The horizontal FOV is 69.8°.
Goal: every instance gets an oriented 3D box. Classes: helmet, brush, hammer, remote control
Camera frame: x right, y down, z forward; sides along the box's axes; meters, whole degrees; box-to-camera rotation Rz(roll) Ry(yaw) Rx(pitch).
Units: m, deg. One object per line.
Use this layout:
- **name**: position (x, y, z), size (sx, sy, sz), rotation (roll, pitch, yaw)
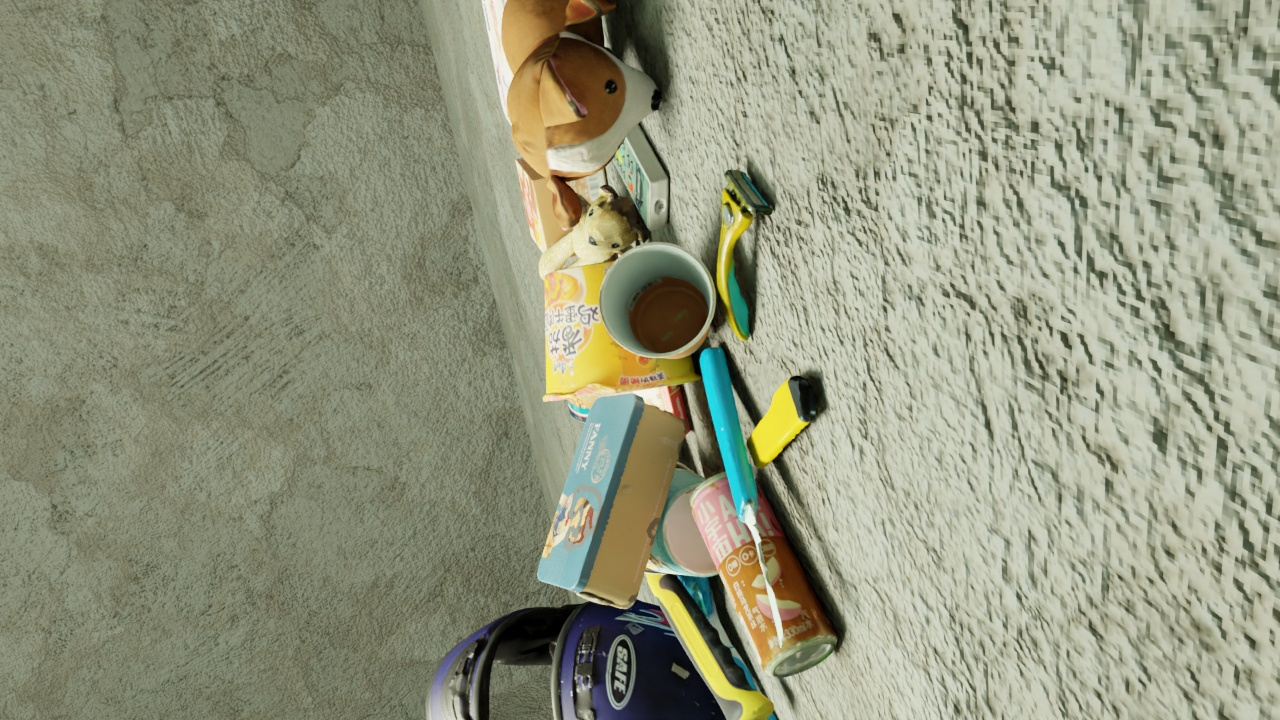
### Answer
- **helmet**: position (-0.037, 0.368, 0.975), size (0.241, 0.315, 0.246), rotation (-33, 40, 35)
- **brush**: position (0.068, 0.258, 0.938), size (0.314, 0.060, 0.109), rotation (-128, 19, -55)
- **hammer**: position (0.025, 0.224, 0.902), size (0.032, 0.126, 0.323), rotation (31, -164, -45)
- **remote control**: position (-0.008, -0.174, 0.782), size (0.056, 0.019, 0.135), rotation (90, 160, -53)

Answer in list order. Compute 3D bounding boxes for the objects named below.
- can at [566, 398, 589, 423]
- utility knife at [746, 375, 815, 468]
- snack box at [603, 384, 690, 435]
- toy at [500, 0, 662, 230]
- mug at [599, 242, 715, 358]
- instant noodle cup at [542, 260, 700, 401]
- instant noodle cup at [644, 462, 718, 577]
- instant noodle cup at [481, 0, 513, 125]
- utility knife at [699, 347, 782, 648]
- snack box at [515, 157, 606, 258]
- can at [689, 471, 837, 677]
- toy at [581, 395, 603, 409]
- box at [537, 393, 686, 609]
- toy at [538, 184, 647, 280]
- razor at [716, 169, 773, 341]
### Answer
- **can**: position (-0.060, 0.015, 1.135), size (0.075, 0.075, 0.111), rotation (-122, 19, -53)
- **utility knife**: position (0.093, 0.044, 0.619), size (0.164, 0.015, 0.033), rotation (106, 154, -70)
- **snack box**: position (-0.005, 0.005, 0.885), size (0.025, 0.075, 0.153), rotation (-28, -74, -57)
- **toy**: position (-0.048, -0.210, 0.702), size (0.140, 0.130, 0.199), rotation (85, -175, -49)
- **mug**: position (0.018, -0.035, 0.670), size (0.122, 0.078, 0.078), rotation (37, -144, -82)
- **instant noodle cup**: position (-0.022, -0.027, 0.793), size (0.138, 0.138, 0.110), rotation (177, 86, -78)
- **instant noodle cup**: position (0.035, 0.144, 0.816), size (0.121, 0.111, 0.111), rotation (169, 85, -71)
- **instant noodle cup**: position (-0.128, -0.342, 1.018), size (0.138, 0.060, 0.174), rotation (-122, 19, -53)
- **utility knife**: position (0.073, 0.088, 0.660), size (0.034, 0.018, 0.236), rotation (97, 166, -56)
- **snack box**: position (-0.081, -0.169, 0.981), size (0.094, 0.077, 0.093), rotation (-125, 22, -59)
- **can**: position (0.088, 0.155, 0.679), size (0.058, 0.058, 0.147), rotation (89, 161, -51)
- **toy**: position (-0.054, -0.049, 1.011), size (0.144, 0.082, 0.225), rotation (111, 149, -41)
- **box**: position (-0.022, 0.111, 0.776), size (0.090, 0.061, 0.184), rotation (-14, 57, 59)
- **toy**: position (-0.051, -0.112, 0.888), size (0.105, 0.066, 0.158), rotation (48, 146, -7)
- **razor**: position (0.064, -0.059, 0.597), size (0.133, 0.028, 0.043), rotation (85, 161, -48)
